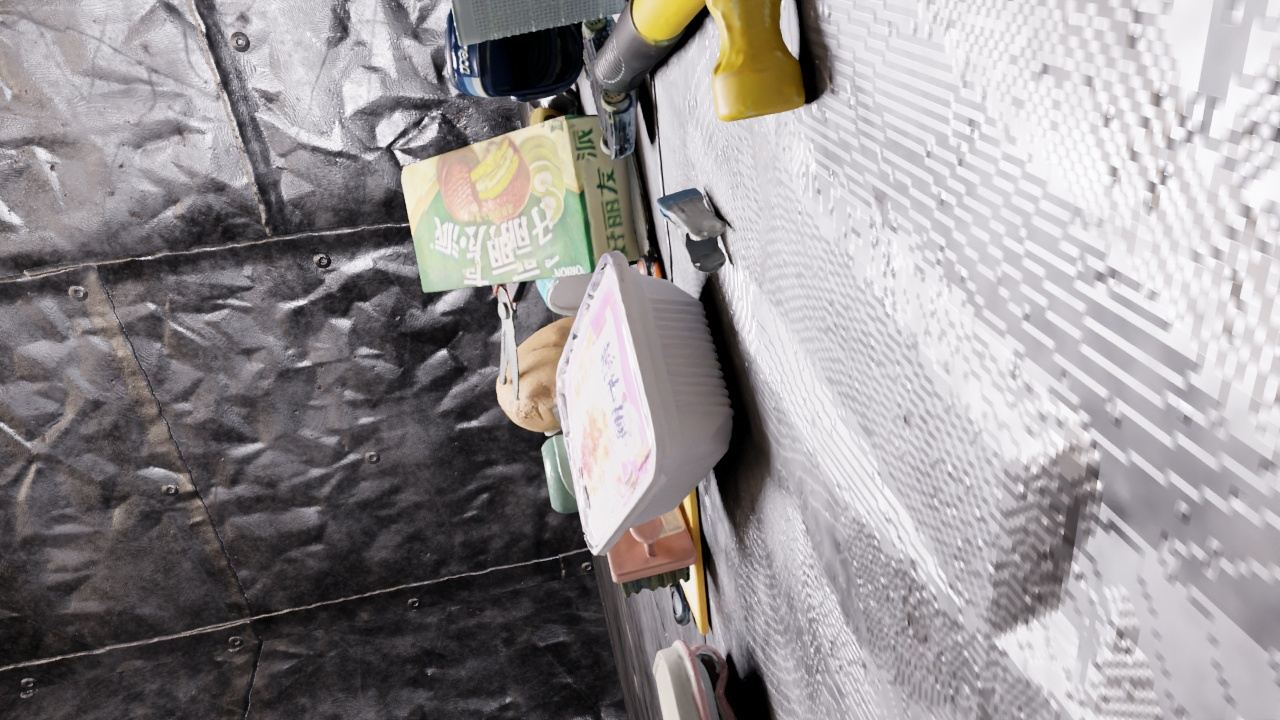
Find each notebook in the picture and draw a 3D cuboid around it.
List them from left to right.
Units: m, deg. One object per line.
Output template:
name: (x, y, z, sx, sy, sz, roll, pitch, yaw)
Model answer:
notebook: (0.026, 0.097, 0.746, 0.145, 0.010, 0.206, -117, 18, -61)

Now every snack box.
snack box: (-0.102, -0.122, 0.747, 0.241, 0.063, 0.114, 0, 102, 46)

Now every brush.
brush: (-0.004, 0.109, 0.714, 0.145, 0.063, 0.073, -110, 8, -53)

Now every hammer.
hammer: (0.009, -0.160, 0.418, 0.301, 0.033, 0.129, -138, 38, -78)

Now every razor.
razor: (-0.095, -0.227, 0.945, 0.068, 0.062, 0.167, -40, 33, 36)
razor: (0.024, 0.182, 0.861, 0.043, 0.022, 0.142, -42, 48, 28)

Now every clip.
clip: (0.026, -0.069, 0.454, 0.057, 0.024, 0.028, -113, 10, -47)

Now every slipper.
slipper: (-0.100, -0.293, 0.838, 0.252, 0.095, 0.105, -59, -22, -67)
slipper: (0.045, 0.266, 0.669, 0.275, 0.054, 0.114, 86, 171, -59)

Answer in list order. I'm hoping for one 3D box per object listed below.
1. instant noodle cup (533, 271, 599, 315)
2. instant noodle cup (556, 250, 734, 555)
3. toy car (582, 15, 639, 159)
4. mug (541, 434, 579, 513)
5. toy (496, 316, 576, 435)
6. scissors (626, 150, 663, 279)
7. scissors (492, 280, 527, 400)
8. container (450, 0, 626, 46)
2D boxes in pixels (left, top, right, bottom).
instant noodle cup: (-0.070, -0.111, 0.865, 0.111, 0.111, 0.120, 91, 159, -59)
instant noodle cup: (0.000, 0.029, 0.553, 0.174, 0.060, 0.138, 121, 140, -57)
toy car: (-0.018, -0.181, 0.603, 0.049, 0.031, 0.105, 92, 167, -64)
mug: (-0.045, 0.101, 0.939, 0.082, 0.106, 0.112, -106, 9, -45)
toy: (-0.089, 0.000, 1.015, 0.225, 0.143, 0.082, -89, -19, -64)
scissors: (0.001, -0.045, 0.660, 0.125, 0.021, 0.234, 111, 149, -57)
scissors: (-0.131, -0.071, 0.878, 0.197, 0.015, 0.214, -39, 71, 56)
container: (-0.069, -0.264, 0.571, 0.090, 0.111, 0.089, 90, 167, -58)
